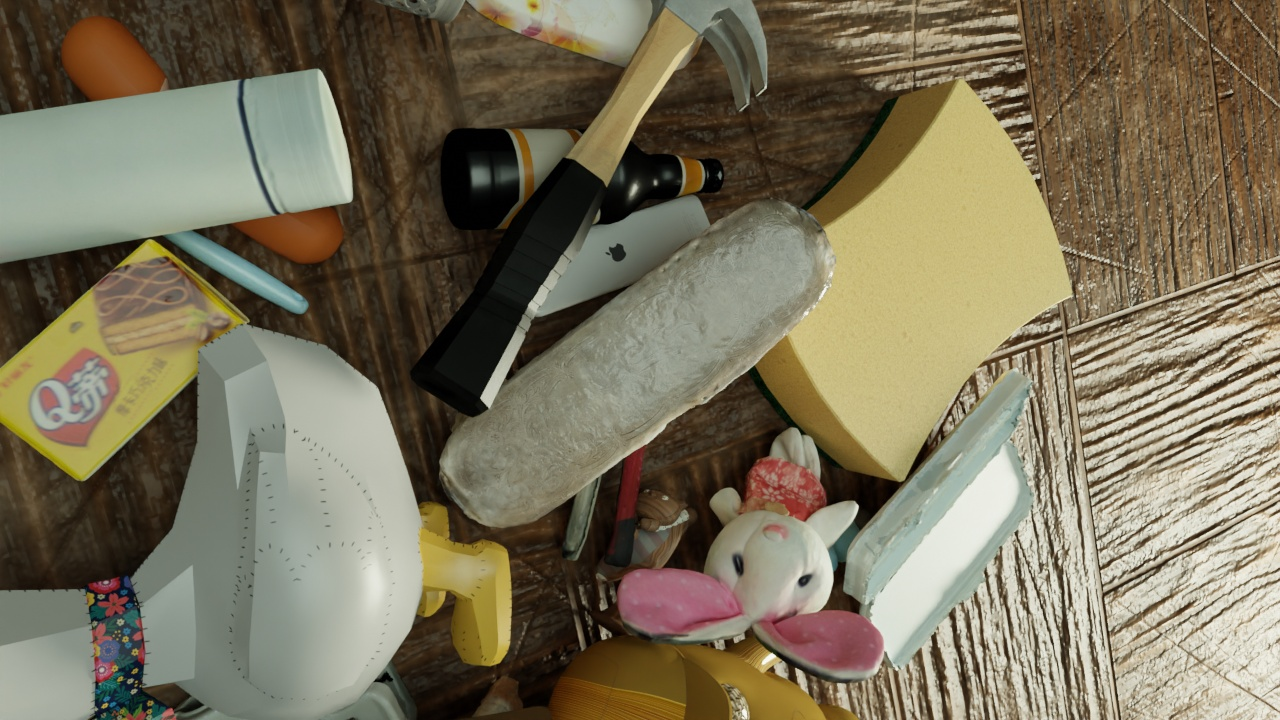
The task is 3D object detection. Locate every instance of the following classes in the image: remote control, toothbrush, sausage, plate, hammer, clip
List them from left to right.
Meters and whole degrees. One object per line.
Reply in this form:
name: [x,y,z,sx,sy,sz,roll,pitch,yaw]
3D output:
toothbrush: [-0.250,-0.070,0.496,0.155,0.022,0.016,35,120,-23]
sausage: [-0.231,-0.111,0.489,0.164,0.039,0.044,43,77,-22]
clip: [-0.197,0.228,0.519,0.143,0.074,0.125,-29,107,-17]
hammer: [-0.027,-0.115,0.523,0.131,0.039,0.327,34,65,-14]
plate: [-0.025,-0.293,0.594,0.186,0.016,0.187,9,89,-26]
remote control: [-0.015,-0.071,0.611,0.146,0.008,0.045,-22,89,-24]

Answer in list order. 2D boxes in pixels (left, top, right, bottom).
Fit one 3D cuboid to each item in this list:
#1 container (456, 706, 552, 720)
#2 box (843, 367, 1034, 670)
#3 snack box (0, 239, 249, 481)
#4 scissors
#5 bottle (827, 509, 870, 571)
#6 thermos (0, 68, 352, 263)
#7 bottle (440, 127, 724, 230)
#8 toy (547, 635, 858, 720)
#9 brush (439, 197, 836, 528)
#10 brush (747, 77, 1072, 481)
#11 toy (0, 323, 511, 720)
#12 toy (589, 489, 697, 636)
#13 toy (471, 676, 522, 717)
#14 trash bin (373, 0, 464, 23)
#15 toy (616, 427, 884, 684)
container: [-0.140,0.325,0.406,0.251,0.219,0.214,-6,101,-11]
box: [0.238,0.124,0.716,0.209,0.061,0.193,-44,140,-17]
snack box: [-0.257,-0.003,0.458,0.105,0.084,0.061,-48,110,-16]
scissors: [-0.007,0.040,0.605,0.146,0.015,0.188,43,88,16]
bottle: [0.120,0.145,0.675,0.129,0.040,0.040,-28,104,-22]
thermos: [-0.257,-0.087,0.432,0.230,0.068,0.068,-12,98,-9]
bottle: [-0.029,-0.115,0.577,0.181,0.059,0.059,-6,95,-26]
toy: [0.037,0.242,0.570,0.203,0.163,0.198,35,56,-26]
brush: [-0.003,0.003,0.553,0.271,0.056,0.083,-38,97,0]
brush: [0.189,-0.059,0.679,0.249,0.075,0.195,-42,109,-18]
toy: [-0.198,0.106,0.442,0.267,0.141,0.247,7,97,-39]
toy: [0.000,0.130,0.617,0.101,0.042,0.055,-51,131,-23]
toy: [-0.099,0.266,0.567,0.105,0.074,0.085,-31,118,-18]
trash bin: [-0.170,-0.270,0.449,0.183,0.157,0.156,8,89,-24]
toy: [0.087,0.122,0.600,0.193,0.159,0.084,-57,153,-50]
